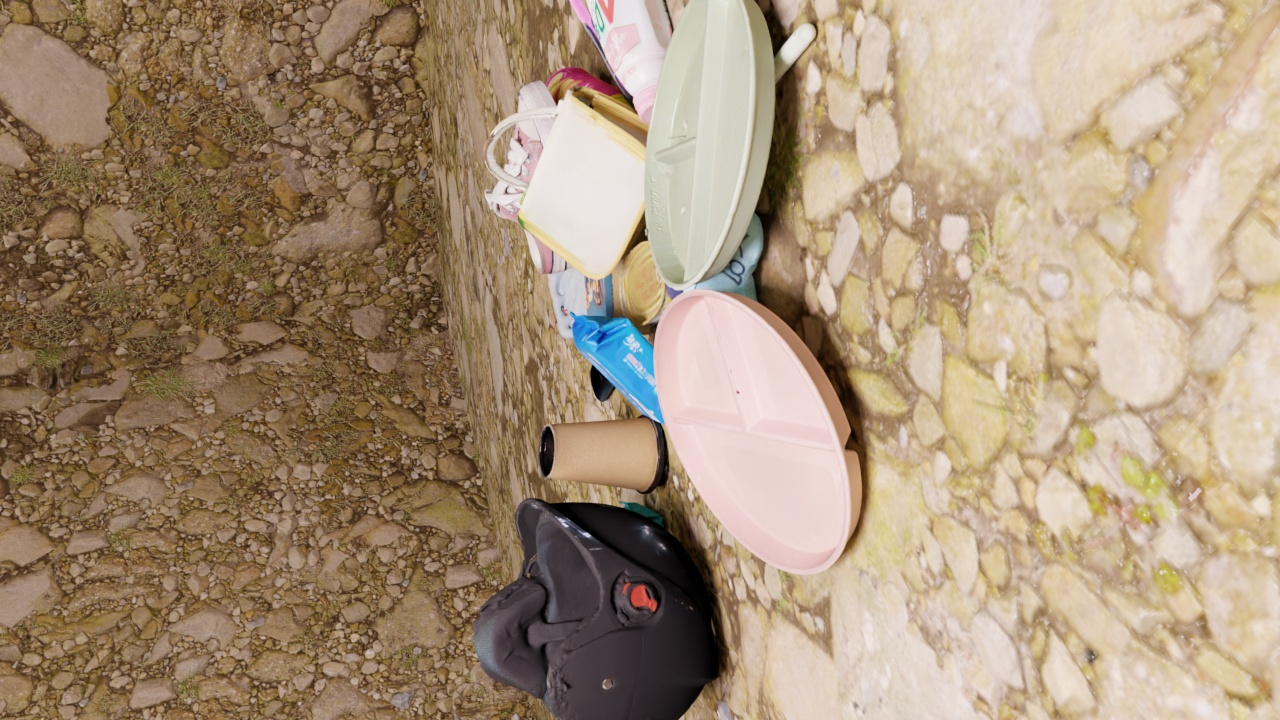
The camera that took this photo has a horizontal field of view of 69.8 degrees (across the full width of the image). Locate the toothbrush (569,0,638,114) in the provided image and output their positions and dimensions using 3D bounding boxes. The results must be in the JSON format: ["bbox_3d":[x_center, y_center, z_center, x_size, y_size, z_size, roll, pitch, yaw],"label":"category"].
[{"bbox_3d":[-0.023,-0.274,0.875,0.189,0.014,0.018,58,174,-10],"label":"toothbrush"}]

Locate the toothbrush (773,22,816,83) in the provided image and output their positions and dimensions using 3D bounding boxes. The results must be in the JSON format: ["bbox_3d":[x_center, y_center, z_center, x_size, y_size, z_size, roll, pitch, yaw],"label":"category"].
[{"bbox_3d":[0.082,-0.197,0.675,0.020,0.029,0.190,38,163,-8],"label":"toothbrush"}]

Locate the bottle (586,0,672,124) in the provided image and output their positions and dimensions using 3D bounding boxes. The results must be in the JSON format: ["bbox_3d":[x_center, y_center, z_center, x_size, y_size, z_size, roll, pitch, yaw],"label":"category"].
[{"bbox_3d":[-0.009,-0.312,0.841,0.068,0.068,0.196,124,132,-67],"label":"bottle"}]

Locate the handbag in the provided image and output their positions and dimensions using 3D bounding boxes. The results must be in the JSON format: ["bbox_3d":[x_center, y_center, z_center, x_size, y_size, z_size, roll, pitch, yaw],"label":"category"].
[{"bbox_3d":[-0.066,-0.187,0.889,0.179,0.063,0.164,35,132,5],"label":"handbag"}]

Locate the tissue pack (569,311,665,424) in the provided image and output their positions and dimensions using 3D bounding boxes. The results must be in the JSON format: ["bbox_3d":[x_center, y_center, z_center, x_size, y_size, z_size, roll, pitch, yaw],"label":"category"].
[{"bbox_3d":[-0.005,0.005,0.919,0.157,0.052,0.095,45,172,-16],"label":"tissue pack"}]

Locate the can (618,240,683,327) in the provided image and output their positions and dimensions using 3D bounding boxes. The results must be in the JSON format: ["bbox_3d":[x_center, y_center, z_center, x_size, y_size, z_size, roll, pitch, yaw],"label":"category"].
[{"bbox_3d":[0.020,-0.075,0.891,0.148,0.049,0.074,147,113,-72],"label":"can"}]

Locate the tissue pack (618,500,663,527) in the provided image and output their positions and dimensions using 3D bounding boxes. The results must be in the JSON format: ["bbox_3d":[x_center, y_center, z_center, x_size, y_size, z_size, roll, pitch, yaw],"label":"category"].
[{"bbox_3d":[0.001,0.240,1.122,0.093,0.050,0.133,178,84,-75],"label":"tissue pack"}]

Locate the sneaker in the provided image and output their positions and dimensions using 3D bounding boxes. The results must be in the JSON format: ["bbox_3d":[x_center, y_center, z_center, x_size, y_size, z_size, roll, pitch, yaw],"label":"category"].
[{"bbox_3d":[-0.128,-0.196,1.047,0.118,0.087,0.241,-122,24,-43],"label":"sneaker"}]

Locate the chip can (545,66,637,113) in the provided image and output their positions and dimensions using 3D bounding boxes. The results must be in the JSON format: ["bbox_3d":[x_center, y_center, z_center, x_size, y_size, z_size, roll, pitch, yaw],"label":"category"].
[{"bbox_3d":[-0.049,-0.267,0.990,0.210,0.071,0.071,-128,33,-59],"label":"chip can"}]

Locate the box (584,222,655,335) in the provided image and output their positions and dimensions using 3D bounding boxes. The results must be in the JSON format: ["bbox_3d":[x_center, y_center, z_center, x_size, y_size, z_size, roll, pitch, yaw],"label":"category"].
[{"bbox_3d":[-0.026,-0.119,1.007,0.090,0.063,0.184,-142,44,-66],"label":"box"}]

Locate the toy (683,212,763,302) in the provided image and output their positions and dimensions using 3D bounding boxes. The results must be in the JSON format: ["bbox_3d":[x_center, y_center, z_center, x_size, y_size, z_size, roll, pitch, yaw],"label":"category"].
[{"bbox_3d":[0.066,-0.059,0.746,0.157,0.049,0.161,111,146,-46],"label":"toy"}]

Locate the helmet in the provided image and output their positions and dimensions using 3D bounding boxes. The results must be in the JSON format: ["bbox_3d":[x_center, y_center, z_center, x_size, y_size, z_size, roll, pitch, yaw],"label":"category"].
[{"bbox_3d":[-0.039,0.266,0.956,0.234,0.229,0.274,-8,92,59],"label":"helmet"}]

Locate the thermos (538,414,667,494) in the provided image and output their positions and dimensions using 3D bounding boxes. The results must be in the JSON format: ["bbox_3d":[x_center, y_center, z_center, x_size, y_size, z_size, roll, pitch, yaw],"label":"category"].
[{"bbox_3d":[-0.040,0.106,1.049,0.093,0.143,0.093,-177,90,-67],"label":"thermos"}]

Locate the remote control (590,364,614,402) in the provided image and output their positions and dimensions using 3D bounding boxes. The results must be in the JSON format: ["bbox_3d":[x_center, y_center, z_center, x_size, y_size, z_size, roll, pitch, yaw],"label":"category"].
[{"bbox_3d":[-0.051,0.019,1.228,0.137,0.024,0.053,122,136,-66],"label":"remote control"}]

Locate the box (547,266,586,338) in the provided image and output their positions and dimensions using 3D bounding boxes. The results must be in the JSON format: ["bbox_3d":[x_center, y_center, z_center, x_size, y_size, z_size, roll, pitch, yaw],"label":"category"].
[{"bbox_3d":[-0.071,-0.139,1.151,0.161,0.063,0.201,-23,76,55],"label":"box"}]

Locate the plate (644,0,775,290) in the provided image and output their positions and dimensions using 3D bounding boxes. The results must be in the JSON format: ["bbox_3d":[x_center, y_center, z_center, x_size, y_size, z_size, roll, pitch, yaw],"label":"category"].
[{"bbox_3d":[0.048,-0.168,0.700,0.230,0.027,0.230,-178,91,-73],"label":"plate"}]

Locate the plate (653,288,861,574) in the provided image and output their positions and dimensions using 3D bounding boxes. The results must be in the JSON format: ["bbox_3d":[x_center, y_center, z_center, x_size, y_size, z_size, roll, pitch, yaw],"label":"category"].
[{"bbox_3d":[0.084,0.052,0.691,0.229,0.028,0.230,43,146,40],"label":"plate"}]
